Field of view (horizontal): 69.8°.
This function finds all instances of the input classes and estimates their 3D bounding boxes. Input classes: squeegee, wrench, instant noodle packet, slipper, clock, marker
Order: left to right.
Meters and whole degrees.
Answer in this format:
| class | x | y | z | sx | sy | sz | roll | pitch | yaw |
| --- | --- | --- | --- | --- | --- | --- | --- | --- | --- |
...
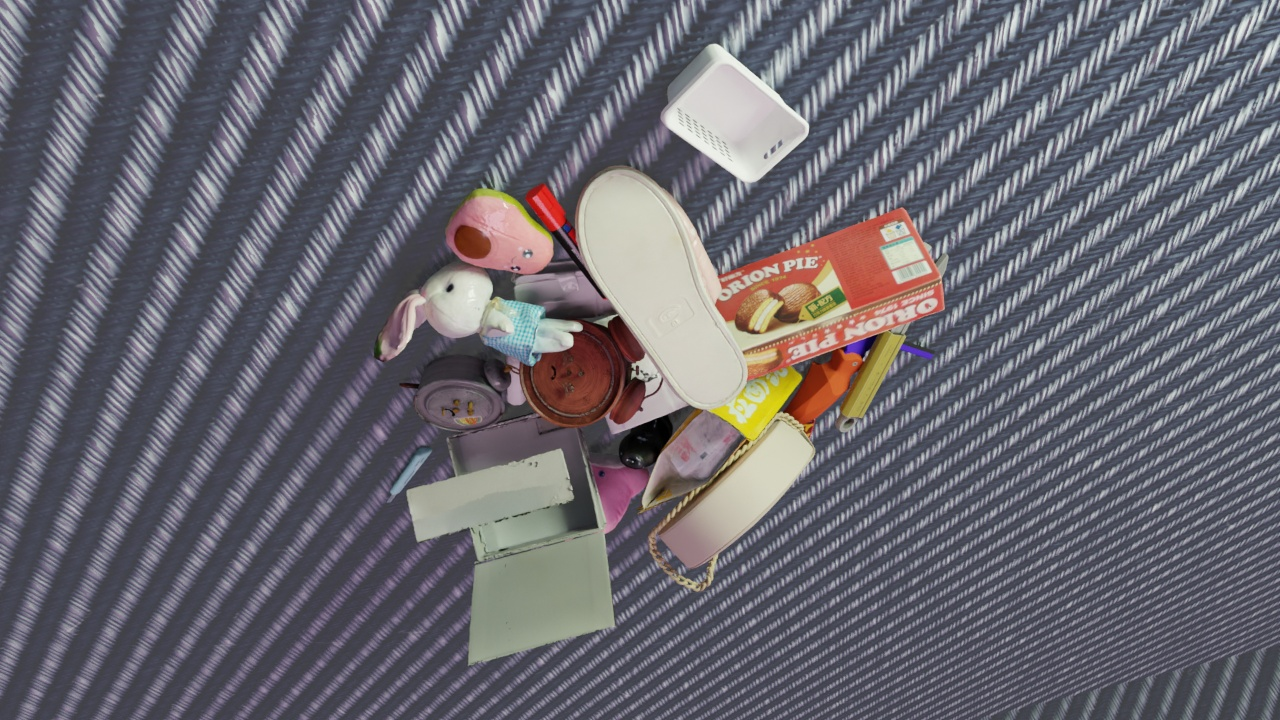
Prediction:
| class | x | y | z | sx | sy | sz | roll | pitch | yaw |
| --- | --- | --- | --- | --- | --- | --- | --- | --- | --- |
| clock | -0.198 | 0.035 | 1.060 | 0.148 | 0.056 | 0.104 | -23 | 138 | 23 |
| marker | -0.145 | 0.005 | 1.072 | 0.025 | 0.025 | 0.126 | -4 | 140 | -11 |
| marker | -0.065 | -0.116 | 0.929 | 0.023 | 0.021 | 0.145 | -40 | 124 | -3 |
| clock | -0.052 | 0.012 | 1.015 | 0.158 | 0.120 | 0.072 | 1 | -174 | 15 |
| slipper | 0.023 | -0.071 | 0.939 | 0.114 | 0.054 | 0.274 | -27 | 107 | 5 |
| instant noodle packet | 0.082 | 0.092 | 1.139 | 0.084 | 0.162 | 0.222 | 41 | 131 | 4 |
| squeegee | 0.238 | 0.029 | 1.185 | 0.249 | 0.055 | 0.185 | 15 | 132 | -30 |
| wrench | 0.300 | -0.020 | 1.125 | 0.083 | 0.018 | 0.274 | 1 | 125 | -32 |

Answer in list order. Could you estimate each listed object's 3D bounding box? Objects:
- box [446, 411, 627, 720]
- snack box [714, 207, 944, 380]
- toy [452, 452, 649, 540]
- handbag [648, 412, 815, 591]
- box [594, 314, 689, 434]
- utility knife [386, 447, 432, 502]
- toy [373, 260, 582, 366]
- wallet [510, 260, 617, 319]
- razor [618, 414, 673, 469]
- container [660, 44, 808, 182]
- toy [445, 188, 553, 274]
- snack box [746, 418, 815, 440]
| class | x | y | z | sx | sy | sz | roll | pitch | yaw |
| --- | --- | --- | --- | --- | --- | --- | --- | --- | --- |
| box | -0.124 | 0.223 | 1.066 | 0.167 | 0.368 | 0.150 | -16 | 138 | 1 |
| snack box | 0.198 | -0.072 | 1.008 | 0.236 | 0.113 | 0.060 | -20 | 141 | 8 |
| toy | -0.117 | 0.188 | 1.221 | 0.265 | 0.127 | 0.187 | -5 | 144 | -2 |
| handbag | 0.125 | 0.177 | 1.181 | 0.207 | 0.103 | 0.211 | -39 | 173 | -44 |
| box | -0.009 | 0.005 | 1.084 | 0.109 | 0.137 | 0.124 | -24 | -179 | 13 |
| utility knife | -0.310 | 0.153 | 1.211 | 0.022 | 0.015 | 0.129 | -18 | 157 | -50 |
| toy | -0.161 | -0.049 | 0.937 | 0.205 | 0.131 | 0.106 | 6 | 106 | -2 |
| wallet | -0.079 | -0.071 | 0.995 | 0.116 | 0.032 | 0.086 | -9 | 142 | -5 |
| razor | 0.007 | 0.097 | 1.141 | 0.053 | 0.140 | 0.064 | 17 | 104 | 7 |
| container | 0.083 | -0.228 | 0.838 | 0.129 | 0.049 | 0.081 | 26 | 127 | -38 |
| toy | -0.134 | -0.123 | 0.901 | 0.110 | 0.051 | 0.090 | 19 | 132 | -34 |
| snack box | 0.172 | 0.108 | 1.286 | 0.133 | 0.021 | 0.089 | -7 | 141 | -7 |
